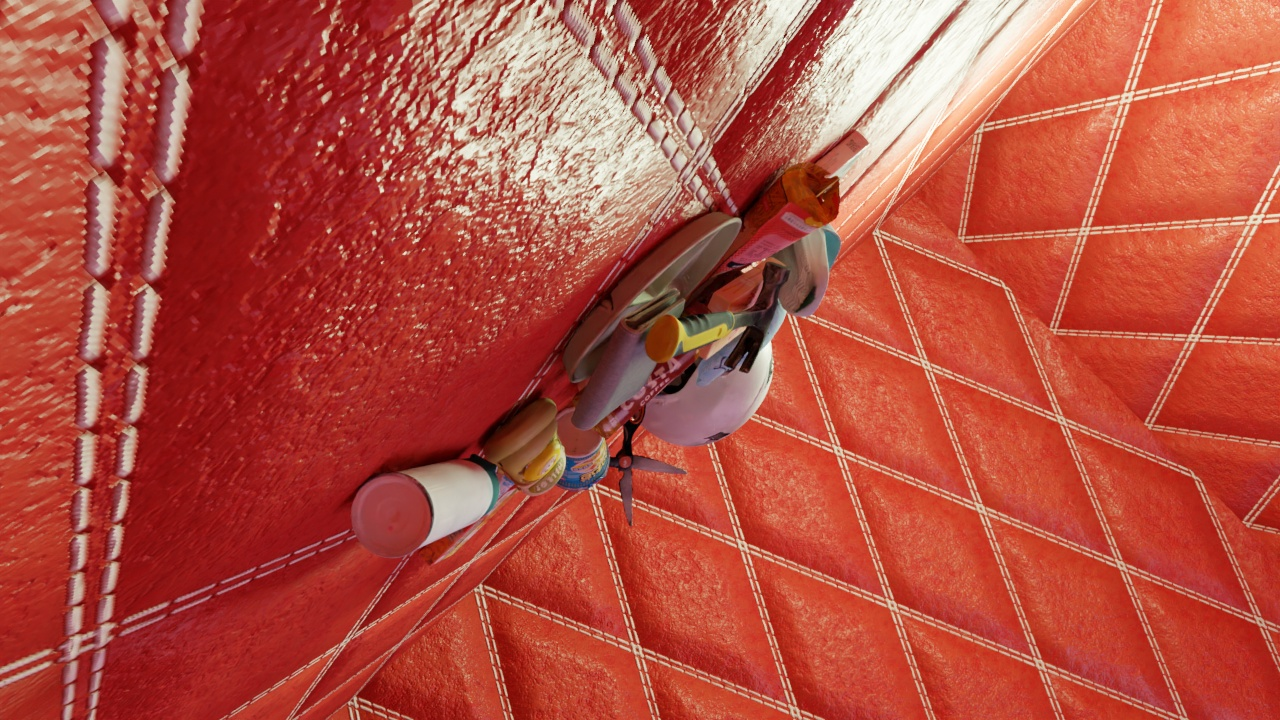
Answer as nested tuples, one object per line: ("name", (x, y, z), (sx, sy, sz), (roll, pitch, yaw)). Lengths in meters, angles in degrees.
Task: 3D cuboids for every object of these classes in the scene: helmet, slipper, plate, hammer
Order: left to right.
("slipper", (-0.115, 0.100, 1.002), (0.091, 0.081, 0.191), (-44, 177, -15))
("plate", (0.009, -0.064, 0.901), (0.230, 0.027, 0.230), (-41, 173, -7))
("helmet", (0.114, 0.040, 1.438), (0.258, 0.146, 0.229), (-40, -170, -9))
("hammer", (0.081, -0.033, 0.934), (0.322, 0.032, 0.126), (-18, 127, -65))
("slipper", (0.217, -0.131, 1.179), (0.244, 0.074, 0.104), (-86, -163, -58))

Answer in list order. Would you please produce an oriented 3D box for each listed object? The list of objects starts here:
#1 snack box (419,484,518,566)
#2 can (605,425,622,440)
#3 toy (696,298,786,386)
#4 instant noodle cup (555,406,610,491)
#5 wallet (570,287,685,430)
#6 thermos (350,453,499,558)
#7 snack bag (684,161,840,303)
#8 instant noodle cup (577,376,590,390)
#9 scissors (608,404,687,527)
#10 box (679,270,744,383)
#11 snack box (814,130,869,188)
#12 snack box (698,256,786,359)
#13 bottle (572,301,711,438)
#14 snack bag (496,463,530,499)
("snack box", (-0.236, 0.222, 1.287), (0.156, 0.027, 0.077), (-44, 172, 8))
("can", (-0.080, 0.110, 1.374), (0.132, 0.053, 0.053), (-39, 173, -28))
("toy", (0.137, -0.025, 1.219), (0.162, 0.050, 0.156), (-46, 172, 15))
("instant noodle cup", (-0.085, 0.112, 1.225), (0.099, 0.099, 0.110), (-40, 165, -20))
("wallet", (-0.012, -0.004, 0.865), (0.106, 0.037, 0.130), (-36, 159, -50))
("thermos", (-0.181, 0.127, 0.820), (0.073, 0.073, 0.224), (-43, 174, 3))
("snack bag", (0.136, -0.139, 1.043), (0.128, 0.073, 0.208), (-33, 176, -35))
("instant noodle cup", (-0.007, 0.007, 1.123), (0.173, 0.060, 0.138), (-41, 174, -1))
("scissors", (-0.038, 0.135, 1.327), (0.220, 0.230, 0.022), (-6, -170, -14))
("box", (0.088, -0.052, 1.230), (0.168, 0.077, 0.091), (-44, 173, 10))
("snack box", (0.211, -0.215, 1.129), (0.156, 0.027, 0.085), (-39, 173, -27))
("snack box", (0.118, -0.065, 1.097), (0.156, 0.026, 0.085), (-35, 154, -51))
("bottle", (0.009, 0.006, 0.977), (0.174, 0.057, 0.057), (-41, 173, -13))
("snack bag", (-0.182, 0.159, 1.213), (0.104, 0.026, 0.048), (-44, 162, 6))
